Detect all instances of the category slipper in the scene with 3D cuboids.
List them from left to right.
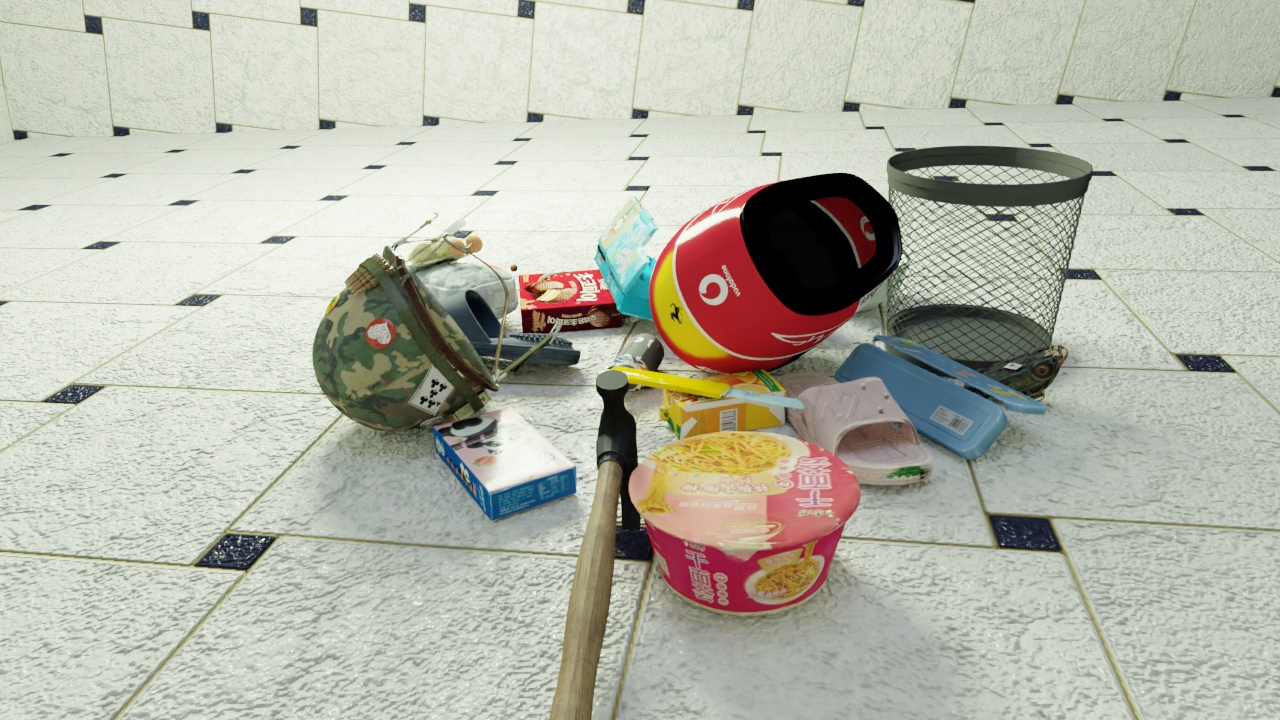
[{"bbox_3d":[-0.198,-0.045,1.114,0.264,0.082,0.101,8,2,14],"label":"slipper"},{"bbox_3d":[0.202,0.049,0.920,0.094,0.064,0.239,-8,23,-14],"label":"slipper"}]

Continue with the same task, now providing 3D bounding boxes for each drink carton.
[{"bbox_3d":[0.084,0.046,0.964,0.122,0.041,0.058,-8,24,-13],"label":"drink carton"}]

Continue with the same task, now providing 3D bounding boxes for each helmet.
[{"bbox_3d":[-0.223,-0.030,0.967,0.225,0.193,0.235,-6,33,52],"label":"helmet"},{"bbox_3d":[0.134,-0.089,1.051,0.270,0.197,0.225,-24,-7,-34],"label":"helmet"}]

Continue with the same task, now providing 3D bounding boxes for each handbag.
[{"bbox_3d":[-0.249,-0.111,1.253,0.112,0.123,0.172,-16,21,-42],"label":"handbag"}]

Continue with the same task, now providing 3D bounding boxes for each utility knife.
[{"bbox_3d":[0.059,0.027,0.933,0.228,0.019,0.030,6,30,30],"label":"utility knife"}]

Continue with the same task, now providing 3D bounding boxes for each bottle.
[{"bbox_3d":[-0.006,0.006,1.058,0.047,0.047,0.112,5,24,16],"label":"bottle"}]

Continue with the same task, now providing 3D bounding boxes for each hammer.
[{"bbox_3d":[-0.032,0.150,0.674,0.040,0.132,0.304,0,36,6],"label":"hammer"}]

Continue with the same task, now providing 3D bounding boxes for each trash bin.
[{"bbox_3d":[0.395,-0.119,1.082,0.218,0.228,0.217,-2,23,1],"label":"trash bin"}]

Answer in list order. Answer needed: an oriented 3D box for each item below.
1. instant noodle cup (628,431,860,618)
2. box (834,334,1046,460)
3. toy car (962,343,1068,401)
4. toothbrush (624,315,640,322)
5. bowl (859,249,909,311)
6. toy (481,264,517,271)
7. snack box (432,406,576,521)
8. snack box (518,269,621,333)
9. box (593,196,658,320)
[{"bbox_3d":[0.081,0.130,0.727,0.178,0.078,0.178,-2,22,1],"label":"instant noodle cup"},{"bbox_3d":[0.307,0.024,0.960,0.122,0.047,0.209,-28,33,-18],"label":"box"},{"bbox_3d":[0.407,0.023,0.985,0.112,0.047,0.047,-23,12,29],"label":"toy car"},{"bbox_3d":[0.025,-0.087,1.306,0.016,0.017,0.188,10,26,26],"label":"toothbrush"},{"bbox_3d":[0.294,-0.115,1.279,0.153,0.073,0.153,-3,23,1],"label":"bowl"},{"bbox_3d":[-0.241,-0.125,1.385,0.103,0.046,0.084,6,31,26],"label":"toy"},{"bbox_3d":[-0.132,0.094,0.881,0.087,0.033,0.154,-14,26,-27],"label":"snack box"},{"bbox_3d":[-0.102,-0.085,1.289,0.132,0.036,0.152,-5,24,-7],"label":"snack box"},{"bbox_3d":[0.007,-0.145,1.250,0.097,0.117,0.226,11,21,-16],"label":"box"}]
